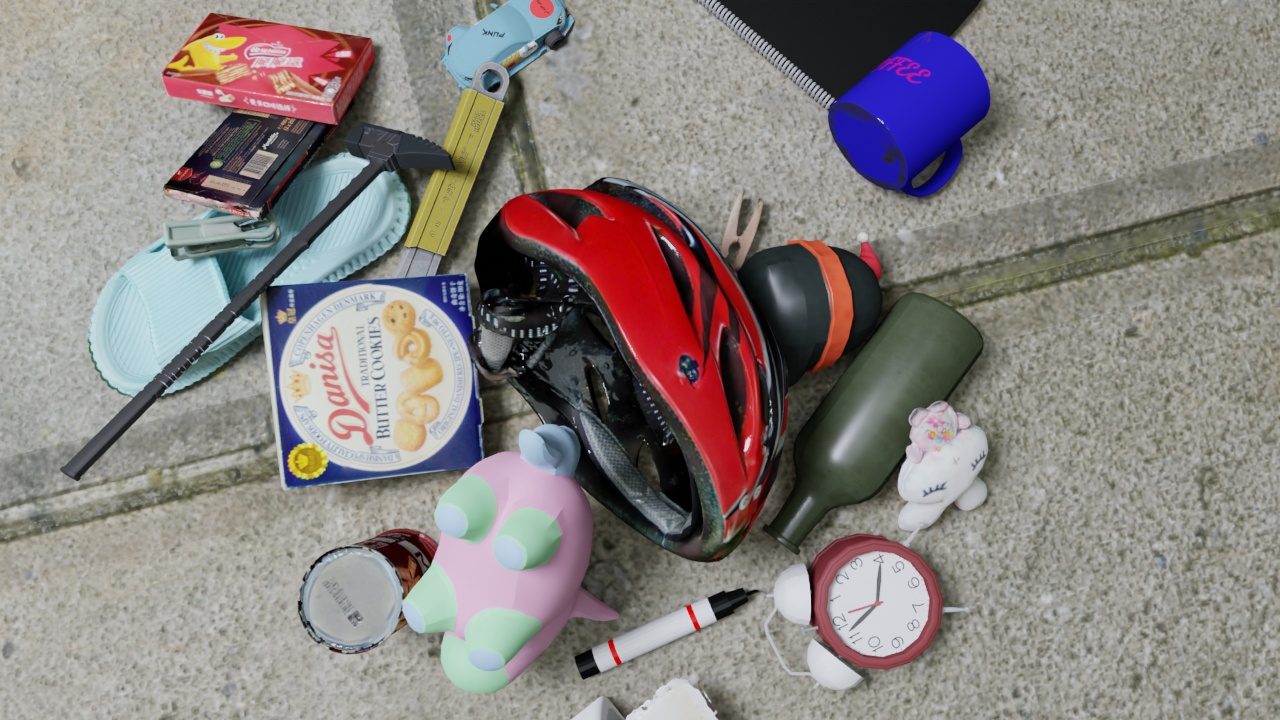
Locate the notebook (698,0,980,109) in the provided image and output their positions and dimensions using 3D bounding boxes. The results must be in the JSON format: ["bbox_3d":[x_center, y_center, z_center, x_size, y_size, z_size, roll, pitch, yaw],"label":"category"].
[{"bbox_3d":[0.144,-0.298,0.729,0.206,0.016,0.149,41,86,4],"label":"notebook"}]

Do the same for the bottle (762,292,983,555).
[{"bbox_3d":[0.163,0.050,0.671,0.071,0.071,0.206,37,87,4],"label":"bottle"}]

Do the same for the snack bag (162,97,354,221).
[{"bbox_3d":[-0.280,-0.164,0.684,0.074,0.018,0.154,15,50,4],"label":"snack bag"}]

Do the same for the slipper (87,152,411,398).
[{"bbox_3d":[-0.303,-0.073,0.693,0.276,0.069,0.116,-31,82,-2],"label":"slipper"}]

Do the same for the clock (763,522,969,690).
[{"bbox_3d":[0.159,0.181,0.671,0.137,0.048,0.096,-27,85,-3],"label":"clock"}]

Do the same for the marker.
[{"bbox_3d":[0.021,0.201,0.686,0.145,0.019,0.019,-24,85,-1],"label":"marker"}]

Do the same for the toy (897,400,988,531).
[{"bbox_3d":[0.215,0.076,0.653,0.076,0.125,0.037,-26,43,-8],"label":"toy"}]

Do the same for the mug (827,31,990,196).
[{"bbox_3d":[0.203,-0.172,0.683,0.083,0.079,0.111,-40,126,-8],"label":"mug"}]

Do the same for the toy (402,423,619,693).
[{"bbox_3d":[-0.074,0.122,0.596,0.120,0.170,0.223,26,114,14],"label":"toy"}]

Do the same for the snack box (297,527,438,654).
[{"bbox_3d":[-0.183,0.158,0.643,0.072,0.121,0.072,0,84,0],"label":"snack box"}]

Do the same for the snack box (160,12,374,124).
[{"bbox_3d":[-0.284,-0.226,0.707,0.133,0.021,0.089,10,53,2],"label":"snack box"}]

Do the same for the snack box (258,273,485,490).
[{"bbox_3d":[-0.192,0.014,0.666,0.145,0.043,0.144,-6,94,-18],"label":"snack box"}]

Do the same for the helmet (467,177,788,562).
[{"bbox_3d":[-0.004,0.003,0.612,0.166,0.218,0.272,-29,78,-25],"label":"helmet"}]

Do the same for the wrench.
[{"bbox_3d":[-0.162,-0.102,0.701,0.083,0.018,0.273,21,89,-23],"label":"wrench"}]

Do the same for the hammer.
[{"bbox_3d":[-0.248,-0.049,0.609,0.095,0.015,0.324,18,57,24],"label":"hammer"}]

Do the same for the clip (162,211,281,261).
[{"bbox_3d":[-0.296,-0.089,0.652,0.076,0.047,0.023,-12,78,-16],"label":"clip"}]

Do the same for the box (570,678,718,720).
[{"bbox_3d":[0.012,0.276,0.640,0.130,0.103,0.110,-41,85,-5],"label":"box"}]

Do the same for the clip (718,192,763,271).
[{"bbox_3d":[0.079,-0.099,0.709,0.062,0.025,0.047,-43,86,0],"label":"clip"}]

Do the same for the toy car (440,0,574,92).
[{"bbox_3d":[-0.106,-0.257,0.723,0.107,0.027,0.060,-36,85,-2],"label":"toy car"}]

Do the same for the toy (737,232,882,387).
[{"bbox_3d":[0.126,-0.040,0.670,0.119,0.100,0.097,-8,51,-17],"label":"toy"}]
